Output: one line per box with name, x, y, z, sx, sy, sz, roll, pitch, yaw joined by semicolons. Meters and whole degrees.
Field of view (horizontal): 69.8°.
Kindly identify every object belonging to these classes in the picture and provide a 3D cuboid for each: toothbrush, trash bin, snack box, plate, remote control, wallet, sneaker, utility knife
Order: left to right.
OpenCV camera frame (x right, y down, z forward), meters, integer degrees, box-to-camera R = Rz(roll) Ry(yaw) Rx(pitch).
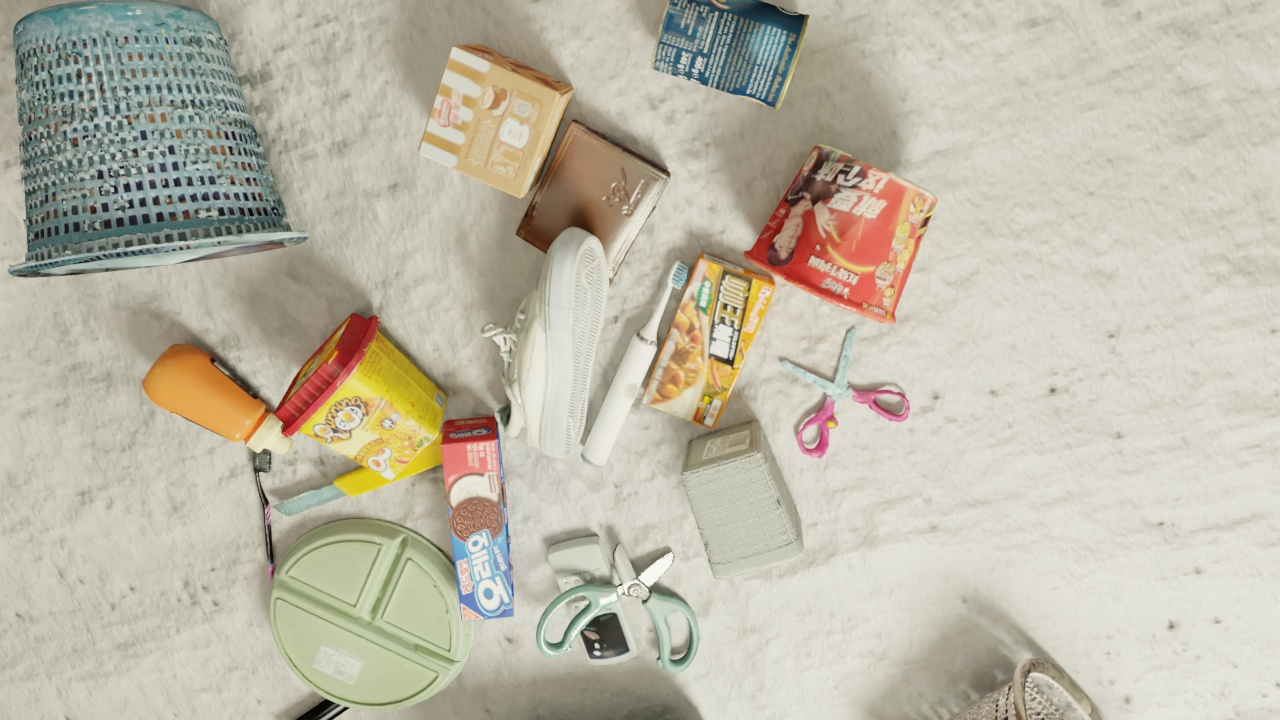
trash bin;-0.408;-0.180;0.757;0.227;0.226;0.195;-7;97;9
toothbrush;-0.398;0.175;0.983;0.018;0.014;0.189;1;112;-7
toothbrush;-0.330;0.382;1.048;0.213;0.026;0.027;-35;86;16
plate;-0.295;0.281;0.992;0.230;0.027;0.230;1;104;5
utility knife;-0.280;0.118;0.946;0.231;0.015;0.033;-21;107;11
snack box;-0.160;0.162;0.920;0.058;0.057;0.208;-5;112;-8
snack box;-0.120;-0.203;0.772;0.094;0.077;0.093;23;112;-4
sneaker;-0.090;-0.019;0.829;0.091;0.089;0.243;18;128;11
wallet;-0.043;-0.137;0.814;0.101;0.032;0.125;28;113;-8
remote control;-0.049;0.256;0.970;0.058;0.021;0.150;-15;108;11
toothbrush;-0.005;0.005;0.866;0.026;0.026;0.221;41;117;36
snack box;0.062;-0.016;0.850;0.075;0.026;0.154;20;112;-2
trash bin;0.359;0.437;0.906;0.227;0.226;0.193;46;121;-11

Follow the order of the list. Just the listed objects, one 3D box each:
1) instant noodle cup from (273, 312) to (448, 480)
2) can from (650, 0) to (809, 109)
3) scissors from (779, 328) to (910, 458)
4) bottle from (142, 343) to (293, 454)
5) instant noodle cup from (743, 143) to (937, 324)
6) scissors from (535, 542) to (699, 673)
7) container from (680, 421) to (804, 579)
instant noodle cup;-0.258;0.039;0.869;0.116;0.116;0.123;-42;113;18
can;0.069;-0.254;0.732;0.111;0.075;0.075;17;112;0
scissors;0.191;0.034;0.862;0.136;0.017;0.133;12;108;5
bottle;-0.413;0.046;0.913;0.149;0.066;0.067;38;110;-16
instant noodle cup;0.168;-0.106;0.751;0.138;0.137;0.109;24;103;-3
scissors;-0.017;0.277;0.957;0.175;0.019;0.170;-34;108;-2
container;0.094;0.129;0.871;0.090;0.090;0.114;-18;105;12
